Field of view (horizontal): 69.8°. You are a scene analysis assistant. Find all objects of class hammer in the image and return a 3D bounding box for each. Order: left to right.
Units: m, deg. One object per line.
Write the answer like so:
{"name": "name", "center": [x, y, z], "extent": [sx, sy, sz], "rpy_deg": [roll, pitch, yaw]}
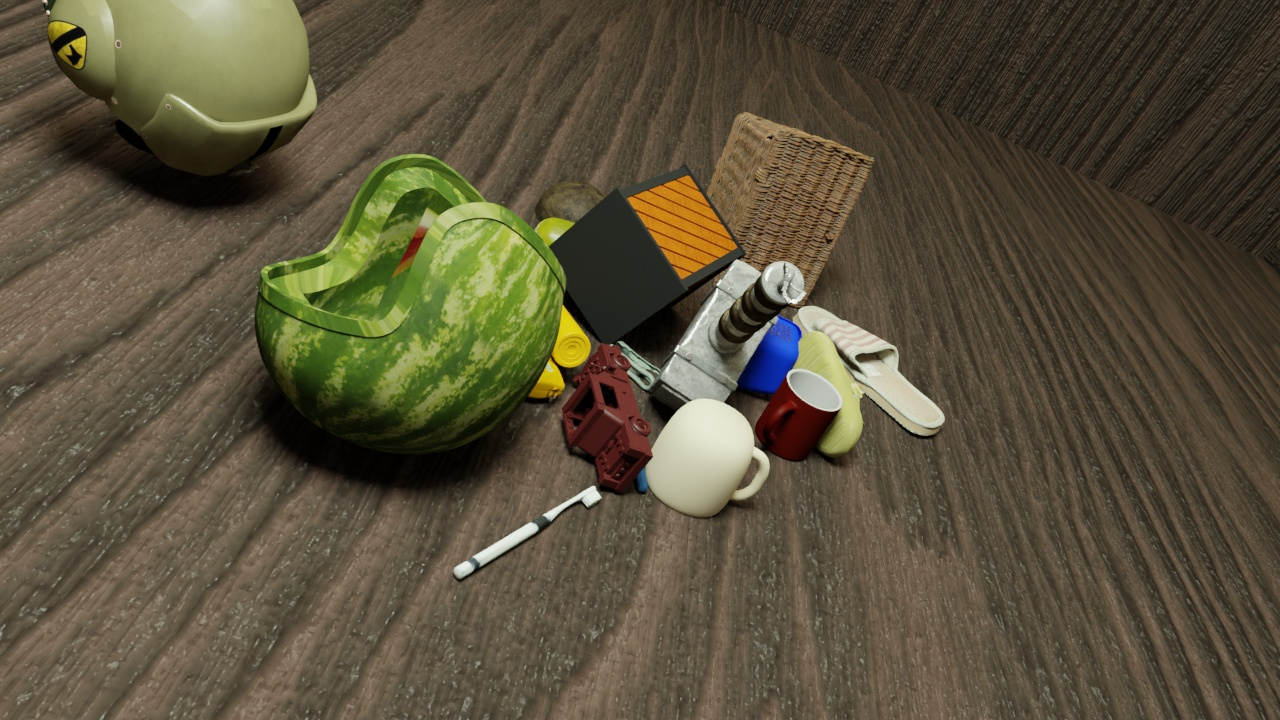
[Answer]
{"name": "hammer", "center": [0.108, -0.045, 0.933], "extent": [0.079, 0.327, 0.176], "rpy_deg": [33, 74, -1]}

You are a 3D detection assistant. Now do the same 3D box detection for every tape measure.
{"name": "tape measure", "center": [-0.117, 0.016, 0.986], "extent": [0.058, 0.030, 0.068], "rpy_deg": [2, 34, -34]}

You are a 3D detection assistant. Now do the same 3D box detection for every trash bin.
{"name": "trash bin", "center": [0.008, -0.133, 1.137], "extent": [0.139, 0.140, 0.171], "rpy_deg": [56, 36, 0]}

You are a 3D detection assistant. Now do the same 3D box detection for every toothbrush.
{"name": "toothbrush", "center": [-0.096, 0.154, 0.828], "extent": [0.017, 0.012, 0.186], "rpy_deg": [43, 36, 18]}
{"name": "toothbrush", "center": [-0.011, 0.078, 0.990], "extent": [0.014, 0.014, 0.167], "rpy_deg": [21, 33, -29]}

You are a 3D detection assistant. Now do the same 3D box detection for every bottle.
{"name": "bottle", "center": [-0.100, -0.043, 1.051], "extent": [0.043, 0.043, 0.143], "rpy_deg": [7, 23, -27]}

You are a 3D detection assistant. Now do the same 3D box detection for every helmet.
{"name": "helmet", "center": [-0.467, -0.310, 0.967], "extent": [0.233, 0.256, 0.249], "rpy_deg": [32, 34, 14]}
{"name": "helmet", "center": [-0.196, -0.032, 0.810], "extent": [0.213, 0.247, 0.243], "rpy_deg": [40, -11, 48]}

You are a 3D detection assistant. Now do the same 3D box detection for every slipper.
{"name": "slipper", "center": [0.245, 0.043, 1.153], "extent": [0.081, 0.092, 0.190], "rpy_deg": [14, 38, -23]}
{"name": "slipper", "center": [0.324, 0.003, 1.296], "extent": [0.114, 0.052, 0.263], "rpy_deg": [-11, 49, -45]}

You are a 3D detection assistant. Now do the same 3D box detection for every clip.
{"name": "clip", "center": [-0.007, 0.007, 1.086], "extent": [0.076, 0.023, 0.044], "rpy_deg": [38, 36, 20]}

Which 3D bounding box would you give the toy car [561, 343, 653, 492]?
{"name": "toy car", "center": [-0.040, 0.051, 0.954], "extent": [0.061, 0.070, 0.169], "rpy_deg": [22, 31, -30]}

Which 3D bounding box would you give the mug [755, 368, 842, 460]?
{"name": "mug", "center": [0.176, 0.068, 1.072], "extent": [0.073, 0.083, 0.105], "rpy_deg": [44, 37, 24]}

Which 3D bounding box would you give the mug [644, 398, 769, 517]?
{"name": "mug", "center": [0.077, 0.098, 0.945], "extent": [0.120, 0.100, 0.096], "rpy_deg": [24, 33, -5]}

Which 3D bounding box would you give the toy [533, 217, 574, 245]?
{"name": "toy", "center": [-0.089, -0.152, 1.212], "extent": [0.110, 0.051, 0.089], "rpy_deg": [31, 43, -15]}

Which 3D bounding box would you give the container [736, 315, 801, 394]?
{"name": "container", "center": [0.137, -0.010, 1.142], "extent": [0.114, 0.096, 0.058], "rpy_deg": [17, 39, -5]}

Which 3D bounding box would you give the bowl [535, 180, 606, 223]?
{"name": "bowl", "center": [-0.084, -0.221, 1.314], "extent": [0.121, 0.056, 0.121], "rpy_deg": [18, 34, -13]}

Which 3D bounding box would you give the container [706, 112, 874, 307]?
{"name": "container", "center": [0.195, -0.240, 1.379], "extent": [0.162, 0.250, 0.183], "rpy_deg": [11, 28, -24]}
